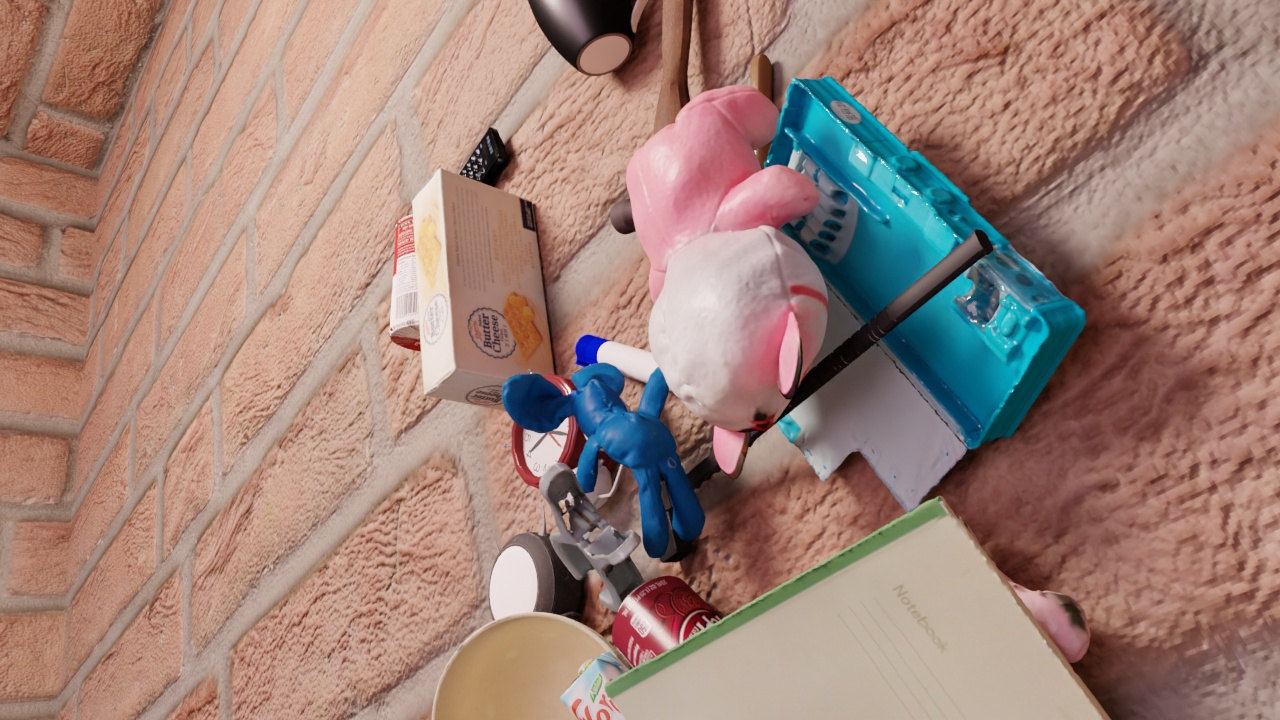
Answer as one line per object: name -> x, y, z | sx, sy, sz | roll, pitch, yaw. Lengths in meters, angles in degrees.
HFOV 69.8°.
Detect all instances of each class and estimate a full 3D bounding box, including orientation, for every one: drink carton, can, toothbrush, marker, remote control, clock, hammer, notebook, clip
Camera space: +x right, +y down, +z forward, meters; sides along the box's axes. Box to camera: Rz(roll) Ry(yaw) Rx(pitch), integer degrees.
drink carton -> 0.006, 0.240, 0.573 | 0.129, 0.038, 0.044 | 43, 93, 16
can -> -0.202, -0.075, 0.910 | 0.087, 0.086, 0.116 | -21, 64, 45
toothbrush -> 0.084, -0.139, 0.647 | 0.016, 0.016, 0.166 | -12, 71, 47
marker -> -0.004, 0.004, 0.705 | 0.133, 0.023, 0.027 | 17, 90, 50
remote control -> -0.182, -0.175, 0.967 | 0.151, 0.022, 0.047 | -45, 50, 35
clock -> -0.054, 0.062, 0.729 | 0.138, 0.048, 0.096 | 27, 101, 51
hammer -> 0.029, -0.250, 0.716 | 0.116, 0.033, 0.322 | -18, 63, 46
hammer -> 0.084, 0.020, 0.549 | 0.326, 0.015, 0.095 | -48, 47, 47
clock -> -0.087, 0.189, 0.736 | 0.091, 0.043, 0.122 | -39, 53, 37
notebook -> 0.107, 0.200, 0.467 | 0.253, 0.010, 0.182 | -41, 80, 35
can -> 0.035, 0.190, 0.578 | 0.114, 0.063, 0.063 | 36, 107, 48
clip -> -0.042, 0.118, 0.625 | 0.107, 0.027, 0.163 | 41, 158, 16

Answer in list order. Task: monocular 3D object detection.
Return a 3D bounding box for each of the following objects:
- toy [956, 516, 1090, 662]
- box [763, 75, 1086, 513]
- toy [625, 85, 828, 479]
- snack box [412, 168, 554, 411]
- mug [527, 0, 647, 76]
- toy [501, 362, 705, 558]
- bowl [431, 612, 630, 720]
toy -> 0.163, 0.135, 0.454 | 0.099, 0.052, 0.096 | 41, 123, 46
box -> 0.127, -0.032, 0.538 | 0.226, 0.056, 0.186 | 58, 141, 36
toy -> 0.046, -0.049, 0.530 | 0.142, 0.084, 0.212 | 129, 137, -51
snack box -> -0.143, -0.062, 0.823 | 0.058, 0.104, 0.207 | -33, 56, 39
mug -> -0.033, -0.310, 0.793 | 0.119, 0.085, 0.100 | -25, 71, 9
toy -> -0.022, 0.052, 0.620 | 0.176, 0.112, 0.071 | 50, 140, 37
bowl -> -0.063, 0.251, 0.648 | 0.151, 0.075, 0.150 | -2, 82, 13
